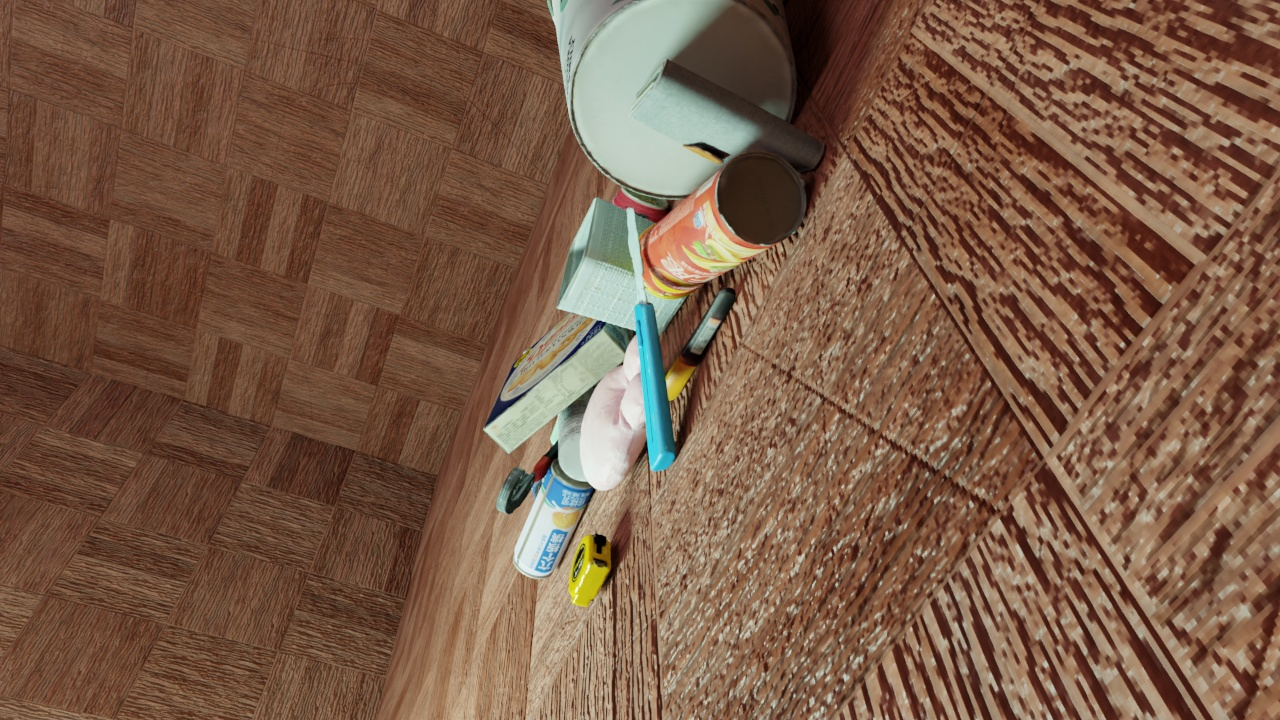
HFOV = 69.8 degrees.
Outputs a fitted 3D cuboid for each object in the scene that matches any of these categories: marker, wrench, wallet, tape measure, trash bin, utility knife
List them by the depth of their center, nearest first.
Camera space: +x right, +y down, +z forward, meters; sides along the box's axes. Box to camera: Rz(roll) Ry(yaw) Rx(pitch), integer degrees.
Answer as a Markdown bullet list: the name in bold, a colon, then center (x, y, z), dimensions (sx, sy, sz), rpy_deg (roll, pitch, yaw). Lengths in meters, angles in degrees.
- **wallet**: center (0.059, -0.170, 0.686), dimensions (0.037, 0.129, 0.106), rpy_deg (-67, 12, -4)
- **marker**: center (0.047, -0.013, 0.765), dimensions (0.015, 0.018, 0.124), rpy_deg (-94, 27, -49)
- **utility knife**: center (0.005, -0.024, 0.779), dimensions (0.034, 0.018, 0.234), rpy_deg (138, 128, -65)
- **trash bin**: center (0.028, -0.289, 0.813), dimensions (0.251, 0.229, 0.230), rpy_deg (-95, 26, -47)
- **tape measure**: center (-0.043, 0.188, 0.831), dimensions (0.057, 0.029, 0.060), rpy_deg (-95, 27, -58)
- **wrench**: center (-0.102, 0.108, 1.016), dimensions (0.056, 0.016, 0.272), rpy_deg (-68, -8, 17)

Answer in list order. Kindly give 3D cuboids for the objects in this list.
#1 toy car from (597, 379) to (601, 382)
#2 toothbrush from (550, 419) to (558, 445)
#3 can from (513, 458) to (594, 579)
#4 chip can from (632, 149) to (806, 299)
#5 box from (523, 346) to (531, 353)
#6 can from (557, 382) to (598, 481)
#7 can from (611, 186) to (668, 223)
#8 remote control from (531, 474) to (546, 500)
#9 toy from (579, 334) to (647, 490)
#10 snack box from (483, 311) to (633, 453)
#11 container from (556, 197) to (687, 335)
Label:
- **toy car**: center (-0.070, 0.034, 1.147), dimensions (0.105, 0.032, 0.048), rpy_deg (127, 151, -56)
- **toothbrush**: center (-0.097, 0.080, 1.213), dimensions (0.027, 0.026, 0.224), rpy_deg (29, 101, 55)
- **can**: center (-0.096, 0.175, 1.012), dimensions (0.053, 0.053, 0.135), rpy_deg (-98, 29, -63)
- **chip can**: center (0.055, -0.103, 0.738), dimensions (0.217, 0.073, 0.073), rpy_deg (155, 132, -73)
- **box**: center (-0.105, 0.005, 1.260), dimensions (0.201, 0.100, 0.110), rpy_deg (-61, -50, -86)
- **can**: center (-0.061, 0.072, 1.003), dimensions (0.146, 0.058, 0.058), rpy_deg (-103, 34, -66)
- **can**: center (-0.012, -0.157, 1.099), dimensions (0.066, 0.066, 0.094), rpy_deg (-97, 29, -63)
- **remote control**: center (-0.107, 0.159, 1.120), dimensions (0.125, 0.024, 0.049), rpy_deg (128, 131, -57)
- **toy**: center (-0.017, 0.049, 0.859), dimensions (0.160, 0.054, 0.121), rpy_deg (120, 156, -47)
- **snack box**: center (-0.084, -0.001, 1.033), dimensions (0.178, 0.046, 0.182), rpy_deg (-39, 17, 18)
- **container**: center (-0.012, -0.088, 0.907), dimensions (0.090, 0.111, 0.090), rpy_deg (125, 159, -48)
